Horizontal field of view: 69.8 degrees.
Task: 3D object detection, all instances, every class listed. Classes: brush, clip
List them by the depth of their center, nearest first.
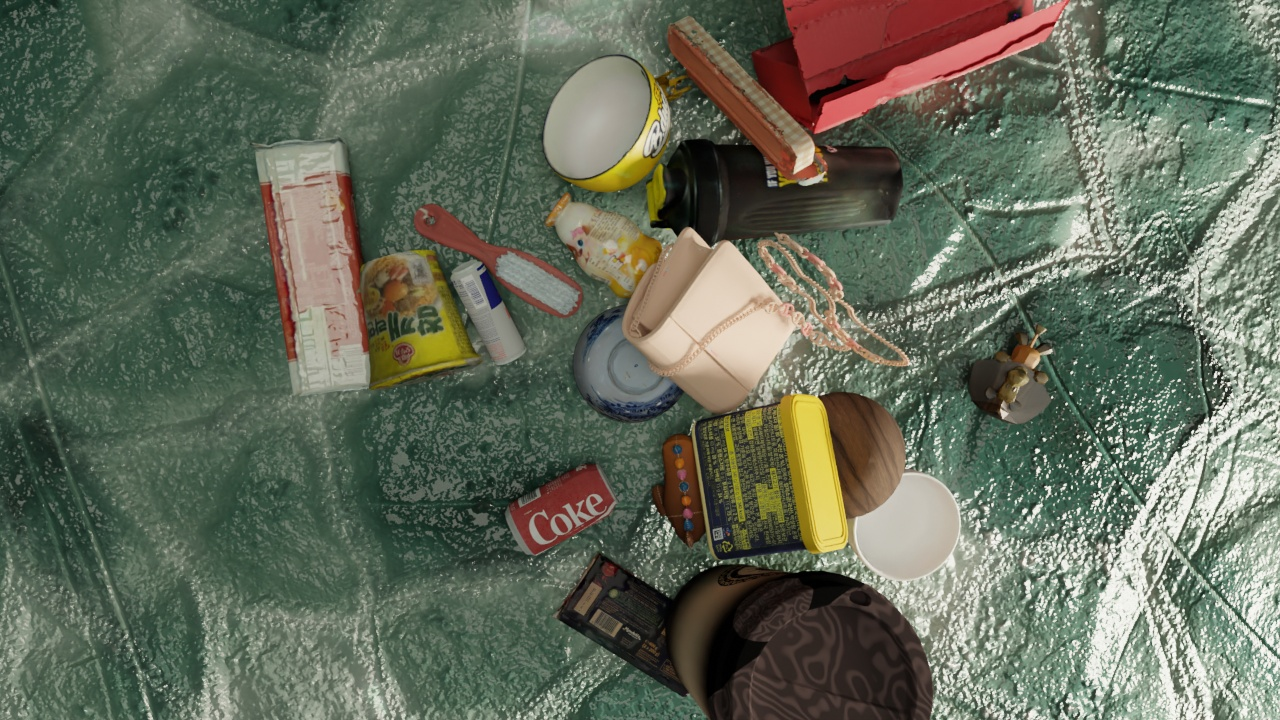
[{"bbox_3d":[0.023,-0.248,0.831,0.045,0.054,0.048,36,67,-25],"label":"clip"},{"bbox_3d":[-0.130,-0.092,0.836,0.172,0.030,0.041,30,91,-6],"label":"brush"}]

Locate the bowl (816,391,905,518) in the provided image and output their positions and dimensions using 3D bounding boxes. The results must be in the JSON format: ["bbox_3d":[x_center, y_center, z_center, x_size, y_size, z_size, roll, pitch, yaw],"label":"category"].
[{"bbox_3d":[0.181,0.085,0.847,0.119,0.032,0.119,-5,76,23],"label":"bowl"}]

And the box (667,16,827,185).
[{"bbox_3d":[0.091,-0.223,0.780,0.054,0.078,0.187,-49,63,26],"label":"box"}]

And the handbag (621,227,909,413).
[{"bbox_3d":[0.090,-0.015,0.754,0.116,0.187,0.198,-58,138,-8],"label":"handbag"}]

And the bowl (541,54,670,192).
[{"bbox_3d":[-0.021,-0.199,0.807,0.117,0.067,0.117,-11,69,32],"label":"bowl"}]

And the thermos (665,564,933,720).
[{"bbox_3d":[0.113,0.253,0.776,0.172,0.226,0.172,1,86,-14],"label":"thermos"}]

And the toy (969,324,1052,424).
[{"bbox_3d":[0.359,0.010,0.873,0.076,0.062,0.100,30,86,12],"label":"toy"}]

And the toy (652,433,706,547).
[{"bbox_3d":[0.040,0.117,0.833,0.071,0.102,0.090,-9,107,7],"label":"toy"}]

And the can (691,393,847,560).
[{"bbox_3d":[0.113,0.107,0.818,0.105,0.075,0.135,-15,77,33],"label":"can"}]

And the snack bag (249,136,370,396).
[{"bbox_3d":[-0.288,-0.083,0.819,0.077,0.041,0.225,-7,94,-5],"label":"snack bag"}]

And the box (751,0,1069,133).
[{"bbox_3d":[0.224,-0.264,0.664,0.211,0.410,0.107,-22,94,-2],"label":"box"}]

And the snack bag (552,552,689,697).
[{"bbox_3d":[0.001,0.256,0.883,0.155,0.018,0.074,35,90,-8],"label":"snack bag"}]

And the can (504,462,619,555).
[{"bbox_3d":[-0.072,0.136,0.849,0.096,0.054,0.054,-29,97,-2],"label":"can"}]

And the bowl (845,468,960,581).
[{"bbox_3d":[0.245,0.153,0.878,0.105,0.054,0.105,-1,95,-7],"label":"bowl"}]

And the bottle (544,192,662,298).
[{"bbox_3d":[-0.033,-0.105,0.826,0.109,0.063,0.063,36,91,-9],"label":"bottle"}]

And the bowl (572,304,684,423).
[{"bbox_3d":[-0.005,0.005,0.847,0.114,0.045,0.114,0,95,-5],"label":"bowl"}]

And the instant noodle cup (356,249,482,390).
[{"bbox_3d":[-0.199,-0.036,0.807,0.102,0.102,0.108,-15,88,-4],"label":"instant noodle cup"}]

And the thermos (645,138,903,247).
[{"bbox_3d":[0.117,-0.151,0.822,0.220,0.098,0.098,-5,95,-11],"label":"thermos"}]

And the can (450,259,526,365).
[{"bbox_3d":[-0.137,-0.043,0.827,0.032,0.032,0.095,-26,111,-3],"label":"can"}]
